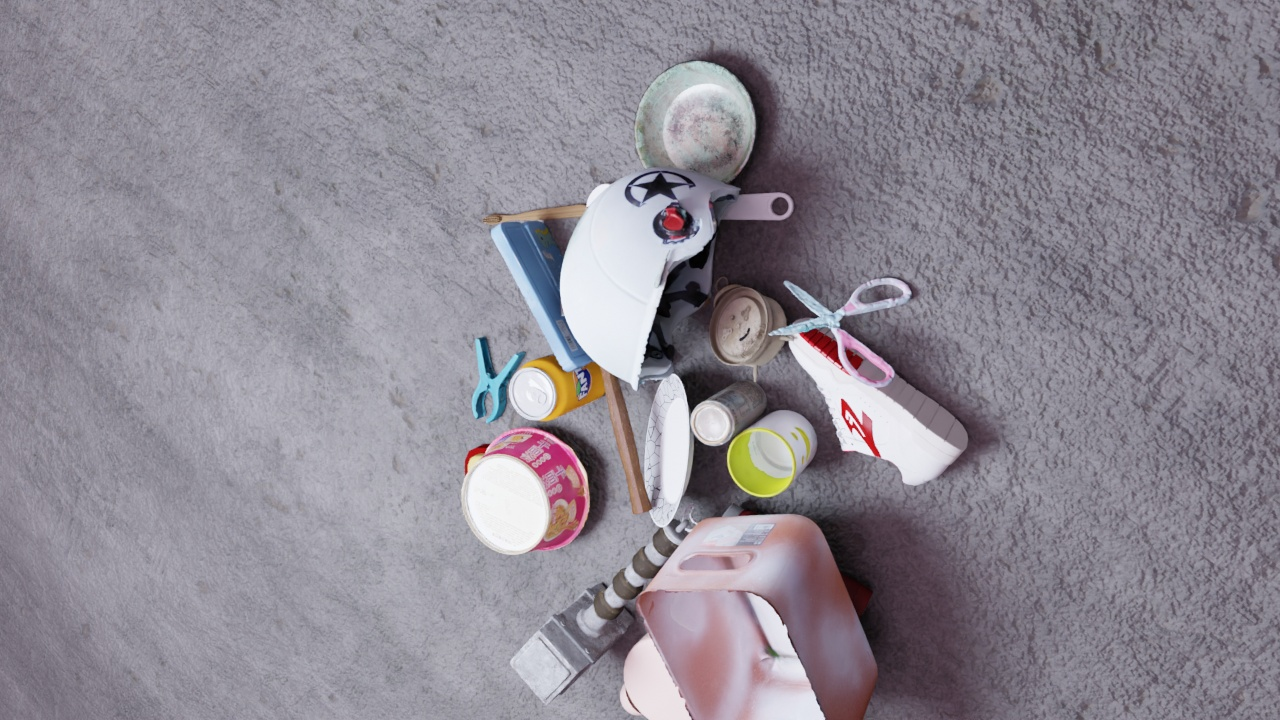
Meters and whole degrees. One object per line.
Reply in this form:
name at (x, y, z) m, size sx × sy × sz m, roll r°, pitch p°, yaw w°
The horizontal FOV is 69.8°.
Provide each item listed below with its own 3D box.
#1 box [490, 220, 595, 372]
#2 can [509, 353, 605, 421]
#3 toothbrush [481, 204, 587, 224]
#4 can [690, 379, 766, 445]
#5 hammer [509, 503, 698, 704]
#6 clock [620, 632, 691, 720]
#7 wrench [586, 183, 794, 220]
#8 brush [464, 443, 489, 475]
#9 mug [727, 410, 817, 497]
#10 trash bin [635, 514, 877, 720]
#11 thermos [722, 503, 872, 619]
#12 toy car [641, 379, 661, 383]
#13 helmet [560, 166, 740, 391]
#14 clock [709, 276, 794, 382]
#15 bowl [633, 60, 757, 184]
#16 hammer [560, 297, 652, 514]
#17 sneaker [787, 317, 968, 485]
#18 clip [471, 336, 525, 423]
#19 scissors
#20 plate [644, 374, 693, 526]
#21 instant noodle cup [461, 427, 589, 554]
box at (-0.109, -0.088, 1.183) m, size 0.021 × 0.125 × 0.209 m, roll -29°, pitch 87°, yaw 28°
can at (-0.103, 0.029, 1.192) m, size 0.079 × 0.142 × 0.079 m, roll 5°, pitch 102°, yaw 25°
toothbrush at (-0.143, -0.196, 1.239) m, size 0.167 × 0.016 × 0.016 m, roll -1°, pitch 98°, yaw 25°
can at (0.107, 0.061, 1.100) m, size 0.054 × 0.135 × 0.054 m, roll 5°, pitch 101°, yaw 23°
hammer at (-0.021, 0.295, 1.188) m, size 0.079 × 0.176 × 0.327 m, roll 45°, pitch 114°, yaw 12°
clock at (0.040, 0.434, 1.242) m, size 0.131 × 0.086 × 0.161 m, roll 22°, pitch 115°, yaw 21°
wrench at (0.057, -0.190, 1.143) m, size 0.274 × 0.018 × 0.066 m, roll 3°, pitch 101°, yaw 24°
brush at (-0.179, 0.165, 1.313) m, size 0.174 × 0.041 × 0.082 m, roll -2°, pitch 99°, yaw 26°
mug at (0.160, 0.109, 1.101) m, size 0.083 × 0.106 × 0.082 m, roll 5°, pitch 102°, yaw 24°
trash bin at (0.141, 0.314, 1.032) m, size 0.182 × 0.156 × 0.260 m, roll -11°, pitch 111°, yaw 38°
thermos at (0.179, 0.257, 1.124) m, size 0.198 × 0.108 × 0.083 m, roll 31°, pitch 75°, yaw 15°
toy car at (-0.007, 0.007, 1.159) m, size 0.027 × 0.107 × 0.060 m, roll -40°, pitch 76°, yaw 15°
helmet at (-0.006, -0.103, 1.040) m, size 0.164 × 0.263 × 0.237 m, roll 22°, pitch 145°, yaw 9°
clock at (0.125, -0.050, 1.101) m, size 0.093 × 0.054 × 0.140 m, roll -51°, pitch 46°, yaw 29°
bowl at (0.071, -0.277, 1.106) m, size 0.158 × 0.038 × 0.157 m, roll 5°, pitch 102°, yaw 25°
hammer at (-0.036, 0.035, 1.162) m, size 0.033 × 0.115 × 0.323 m, roll -14°, pitch 89°, yaw 22°
sneaker at (0.252, 0.056, 1.065) m, size 0.236 × 0.090 × 0.104 m, roll 39°, pitch 122°, yaw 12°
clip at (-0.202, 0.035, 1.309) m, size 0.104 × 0.027 × 0.120 m, roll 24°, pitch 109°, yaw 22°
scissors at (0.237, -0.048, 1.033) m, size 0.173 × 0.014 × 0.170 m, roll -39°, pitch 64°, yaw -16°
plate at (0.039, 0.111, 1.141) m, size 0.016 × 0.188 × 0.189 m, roll 6°, pitch 106°, yaw -14°
instant noodle cup at (-0.165, 0.186, 1.241) m, size 0.179 × 0.077 × 0.179 m, roll 5°, pitch 102°, yaw 25°
